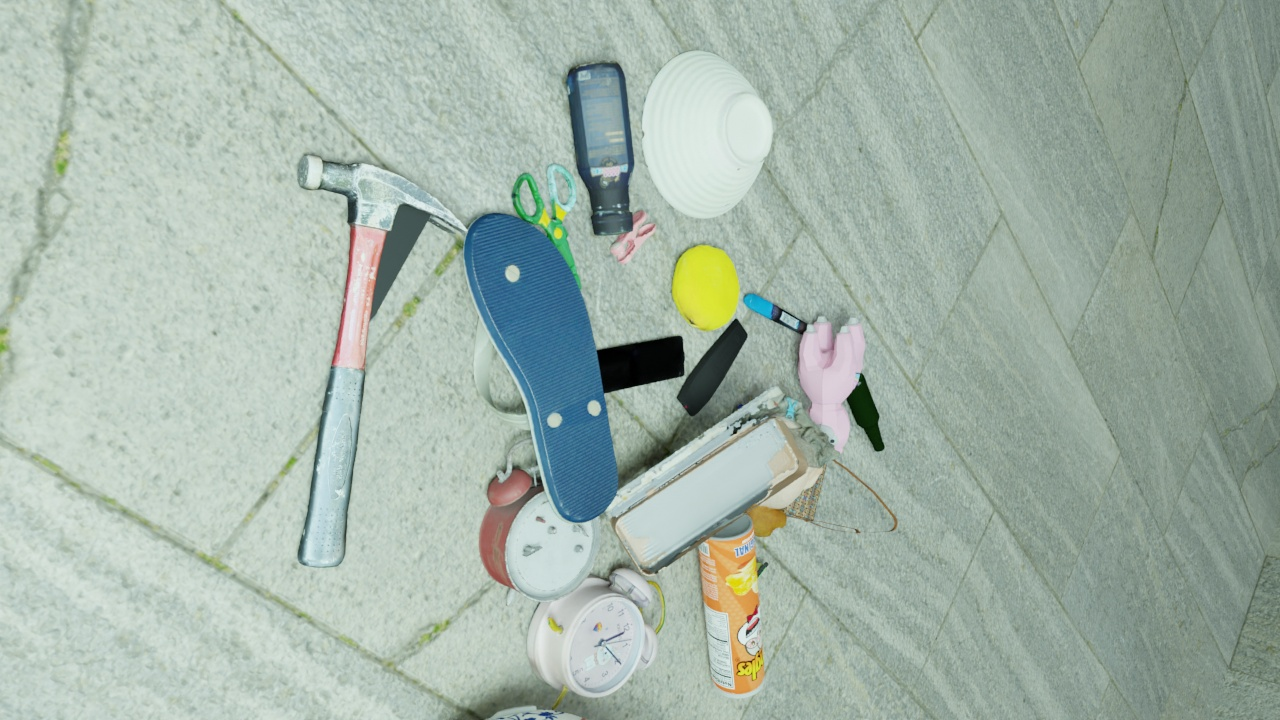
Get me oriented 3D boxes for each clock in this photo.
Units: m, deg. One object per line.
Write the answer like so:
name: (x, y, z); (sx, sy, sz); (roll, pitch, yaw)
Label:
clock: (-0.092, 0.151, 0.869); (0.109, 0.062, 0.157); (-14, 104, -38)
clock: (-0.037, 0.276, 0.934); (0.157, 0.059, 0.117); (-15, 105, -39)

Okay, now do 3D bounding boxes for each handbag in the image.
handbag: (0.241, 0.170, 1.142); (0.195, 0.043, 0.093); (24, 72, -22)

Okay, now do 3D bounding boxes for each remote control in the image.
remote control: (-0.006, 0.006, 0.951); (0.140, 0.021, 0.045); (-12, 104, -40)
remote control: (0.084, 0.006, 1.034); (0.124, 0.010, 0.039); (-53, 125, -23)

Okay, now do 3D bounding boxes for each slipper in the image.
slipper: (-0.093, 0.008, 0.850); (0.118, 0.060, 0.295); (-21, 98, -39)

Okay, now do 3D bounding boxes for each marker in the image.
marker: (0.163, -0.054, 1.092); (0.123, 0.015, 0.018); (22, 84, -43)

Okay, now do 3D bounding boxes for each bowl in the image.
bowl: (0.090, -0.240, 0.968); (0.177, 0.071, 0.177); (-6, 100, -40)

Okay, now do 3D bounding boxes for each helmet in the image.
helmet: (-0.089, 0.424, 0.795); (0.313, 0.232, 0.236); (-11, 67, -33)

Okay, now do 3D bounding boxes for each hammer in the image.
hammer: (-0.230, 0.006, 0.753); (0.140, 0.036, 0.326); (9, 90, -39)

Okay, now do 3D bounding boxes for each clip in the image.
clip: (-0.005, -0.121, 0.937); (0.059, 0.023, 0.039); (-49, 126, -19)

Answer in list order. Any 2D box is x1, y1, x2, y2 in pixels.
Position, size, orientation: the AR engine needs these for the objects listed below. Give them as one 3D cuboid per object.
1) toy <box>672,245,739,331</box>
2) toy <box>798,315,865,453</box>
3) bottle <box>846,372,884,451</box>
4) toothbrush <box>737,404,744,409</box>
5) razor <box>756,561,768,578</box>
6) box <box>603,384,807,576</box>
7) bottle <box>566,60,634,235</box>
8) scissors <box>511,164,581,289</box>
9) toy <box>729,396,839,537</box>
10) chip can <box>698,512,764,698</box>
toy: (0.072, -0.078, 0.994); (0.095, 0.041, 0.094); (38, 66, -36)
toy: (0.229, 0.030, 1.103); (0.123, 0.067, 0.157); (-26, 116, -64)
bottle: (0.297, 0.071, 1.208); (0.033, 0.033, 0.123); (-44, 122, -28)
toothbrush: (0.180, 0.082, 1.128); (0.186, 0.011, 0.016); (23, 80, -43)
razor: (0.099, 0.220, 1.066); (0.044, 0.021, 0.144); (-50, 125, -9)
box: (0.070, 0.124, 0.936); (0.217, 0.094, 0.121); (-33, 102, -9)
bottle: (-0.035, -0.200, 0.877); (0.056, 0.056, 0.161); (-17, 106, -38)
scissors: (-0.074, -0.126, 0.883); (0.077, 0.013, 0.132); (-38, 117, -31)
toy: (0.151, 0.123, 1.053); (0.076, 0.133, 0.176); (-47, 154, -70)
chip can: (0.103, 0.276, 1.036); (0.062, 0.062, 0.210); (-23, 116, -36)
